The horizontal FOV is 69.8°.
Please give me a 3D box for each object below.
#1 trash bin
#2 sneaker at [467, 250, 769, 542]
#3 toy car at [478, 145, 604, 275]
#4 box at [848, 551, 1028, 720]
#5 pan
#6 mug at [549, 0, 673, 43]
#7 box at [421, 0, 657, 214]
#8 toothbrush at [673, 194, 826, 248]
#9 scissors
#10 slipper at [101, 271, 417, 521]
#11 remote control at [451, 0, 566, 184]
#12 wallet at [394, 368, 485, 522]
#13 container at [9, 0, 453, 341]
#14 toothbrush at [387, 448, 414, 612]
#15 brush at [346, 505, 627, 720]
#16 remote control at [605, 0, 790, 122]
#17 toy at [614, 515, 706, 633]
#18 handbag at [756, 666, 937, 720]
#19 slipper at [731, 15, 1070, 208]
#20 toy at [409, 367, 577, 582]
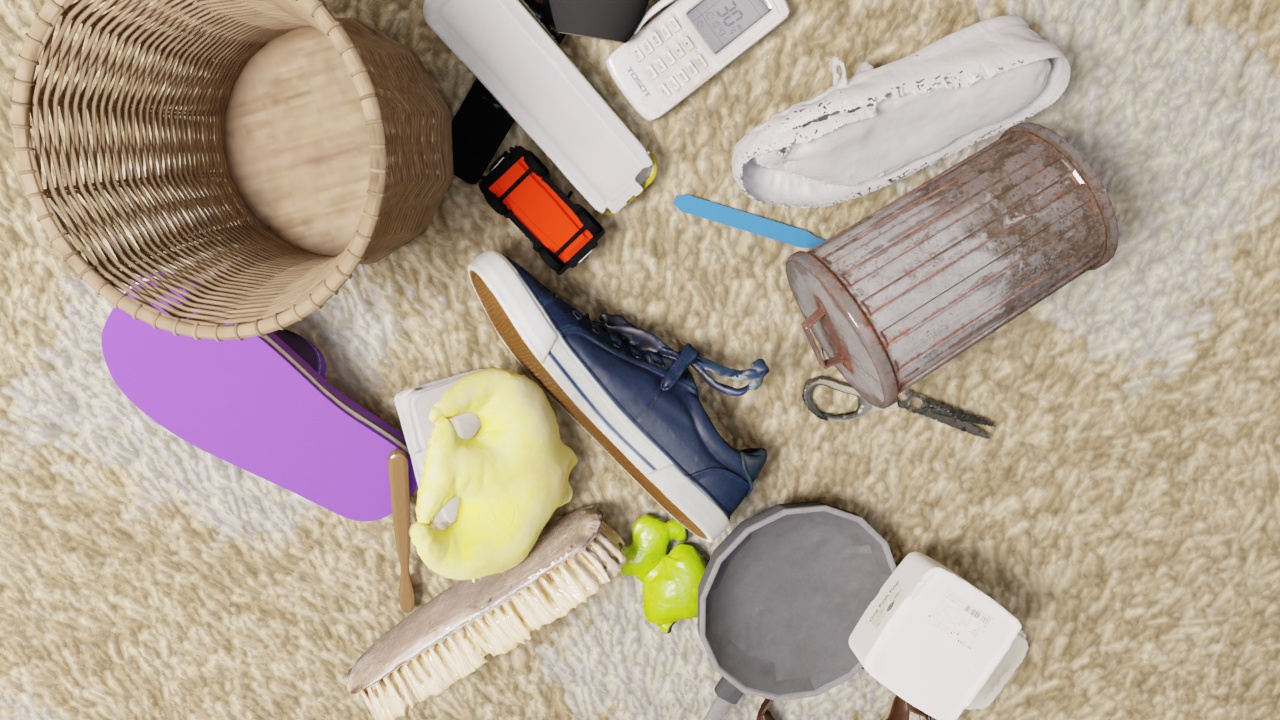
[{"bbox_3d":[0.215,-0.065,0.671,0.211,0.131,0.131,-32,102,-1],"label":"trash bin"},{"bbox_3d":[-0.004,0.004,0.726,0.294,0.121,0.127,45,77,-12],"label":"sneaker"},{"bbox_3d":[-0.076,-0.118,0.710,0.051,0.048,0.100,-42,101,9],"label":"toy car"},{"bbox_3d":[0.269,0.245,0.765,0.190,0.083,0.110,34,94,-23],"label":"box"},{"bbox_3d":[0.081,0.274,0.789,0.178,0.041,0.357,31,95,-18],"label":"pan"},{"bbox_3d":[-0.011,-0.280,0.655,0.118,0.085,0.100,5,109,-11],"label":"mug"},{"bbox_3d":[-0.071,-0.200,0.682,0.064,0.033,0.209,-42,108,6],"label":"box"},{"bbox_3d":[0.107,-0.104,0.732,0.166,0.014,0.016,16,103,-3],"label":"toothbrush"},{"bbox_3d":[0.213,0.040,0.770,0.132,0.012,0.169,-38,103,11],"label":"scissors"},{"bbox_3d":[-0.294,0.024,0.737,0.107,0.084,0.266,-42,121,11],"label":"slipper"},{"bbox_3d":[-0.105,-0.208,0.703,0.041,0.020,0.152,32,101,-8],"label":"remote control"},{"bbox_3d":[-0.147,0.070,0.752,0.086,0.032,0.116,-23,105,-29],"label":"wallet"},{"bbox_3d":[-0.246,-0.144,0.618,0.227,0.196,0.227,2,104,6],"label":"container"},{"bbox_3d":[-0.201,0.145,0.774,0.016,0.016,0.167,-3,119,-15],"label":"toothbrush"},{"bbox_3d":[-0.133,0.215,0.777,0.271,0.083,0.056,-34,102,7],"label":"brush"},{"bbox_3d":[0.043,-0.243,0.691,0.138,0.025,0.060,-36,101,9],"label":"remote control"},{"bbox_3d":[0.022,0.184,0.794,0.093,0.036,0.094,28,96,-2],"label":"toy"},{"bbox_3d":[0.187,0.336,0.823,0.166,0.063,0.138,-18,93,8],"label":"handbag"},{"bbox_3d":[0.184,-0.186,0.682,0.247,0.074,0.112,-22,134,7],"label":"slipper"},{"bbox_3d":[-0.111,0.092,0.723,0.065,0.154,0.170,9,90,42],"label":"toy"}]
